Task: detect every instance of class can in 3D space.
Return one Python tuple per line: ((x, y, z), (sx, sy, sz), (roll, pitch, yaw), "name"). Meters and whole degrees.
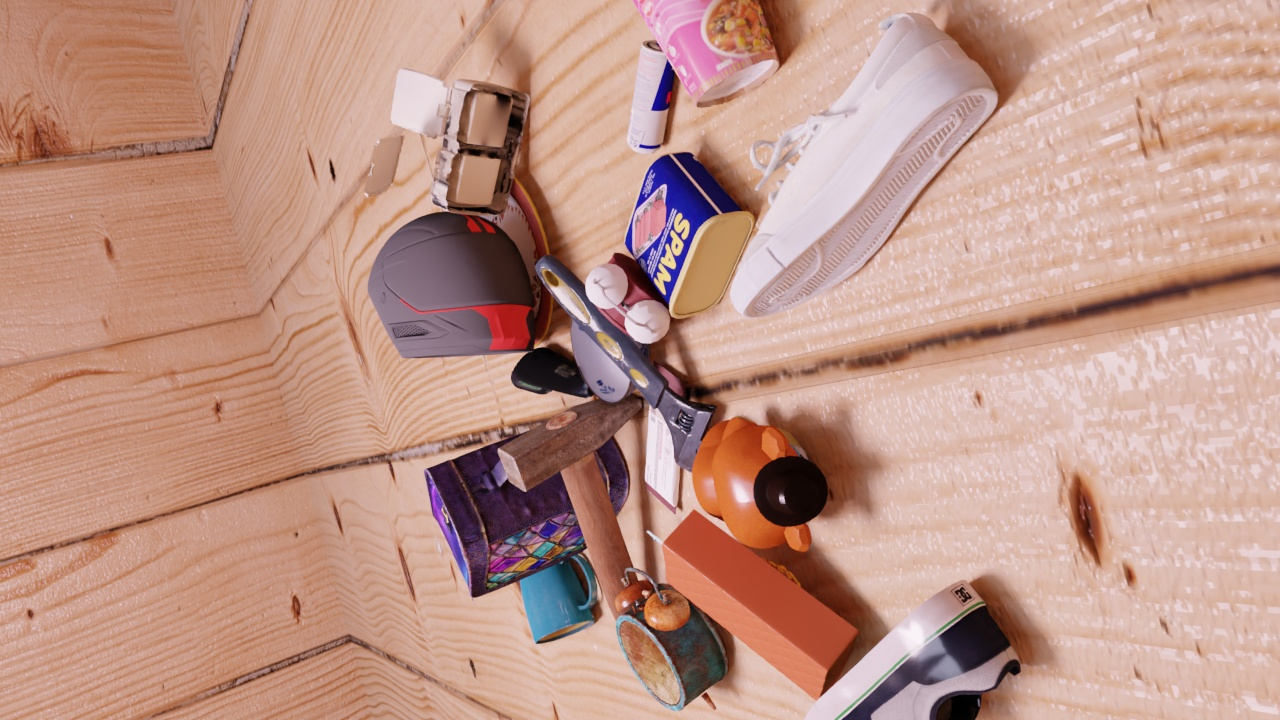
((0.038, -0.111, 0.800), (0.092, 0.056, 0.116), (56, 144, 30), "can")
((0.010, -0.232, 0.811), (0.032, 0.032, 0.095), (46, 139, 38), "can")

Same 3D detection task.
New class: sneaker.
((0.198, 0.262, 0.691), (0.079, 0.084, 0.236), (54, 140, 29), "sneaker")
((0.130, -0.126, 0.626), (0.243, 0.089, 0.090), (-53, 54, 46), "sneaker")

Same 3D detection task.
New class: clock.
((-0.008, -0.056, 0.847), (0.087, 0.124, 0.044), (41, 107, -1), "clock")
((0.029, 0.284, 0.971), (0.121, 0.073, 0.158), (0, 114, 58), "clock")

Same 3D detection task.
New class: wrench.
((-0.005, 0.005, 0.877), (0.273, 0.022, 0.074), (48, 129, 3), "wrench")

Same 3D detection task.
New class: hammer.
((-0.035, 0.189, 1.009), (0.037, 0.157, 0.301), (20, 133, 54), "hammer")

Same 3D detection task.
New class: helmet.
((-0.221, -0.089, 1.073), (0.265, 0.164, 0.170), (-4, 89, 50), "helmet")

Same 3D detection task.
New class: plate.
((-0.159, -0.126, 1.138), (0.230, 0.021, 0.230), (31, 128, 49), "plate")

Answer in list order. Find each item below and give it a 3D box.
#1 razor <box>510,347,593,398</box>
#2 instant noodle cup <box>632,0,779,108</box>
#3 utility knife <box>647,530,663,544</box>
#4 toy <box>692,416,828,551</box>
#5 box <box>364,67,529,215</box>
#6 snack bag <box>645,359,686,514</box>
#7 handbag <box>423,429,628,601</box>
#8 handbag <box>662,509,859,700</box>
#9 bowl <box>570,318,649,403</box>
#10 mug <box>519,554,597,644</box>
((-0.099, 0.022, 1.094), (0.152, 0.053, 0.067), (15, 143, 46), "razor")
((0.050, -0.255, 0.688), (0.098, 0.097, 0.108), (-28, 87, 58), "instant noodle cup")
((0.061, 0.214, 0.923), (0.151, 0.015, 0.022), (33, 157, 34), "utility knife")
((0.097, 0.104, 0.768), (0.176, 0.096, 0.112), (-141, 38, -85), "toy")
((-0.234, -0.245, 1.001), (0.106, 0.192, 0.144), (26, 109, 31), "box")
((0.026, 0.081, 0.945), (0.057, 0.013, 0.158), (37, 133, 48), "snack bag")
((-0.136, 0.158, 1.061), (0.125, 0.204, 0.223), (57, 151, 26), "handbag")
((0.104, 0.216, 0.809), (0.172, 0.060, 0.109), (34, 150, 25), "handbag")
((-0.024, -0.016, 0.950), (0.114, 0.045, 0.114), (30, 128, 48), "bowl")
((-0.104, 0.301, 1.200), (0.112, 0.084, 0.104), (-35, 65, 28), "mug")
